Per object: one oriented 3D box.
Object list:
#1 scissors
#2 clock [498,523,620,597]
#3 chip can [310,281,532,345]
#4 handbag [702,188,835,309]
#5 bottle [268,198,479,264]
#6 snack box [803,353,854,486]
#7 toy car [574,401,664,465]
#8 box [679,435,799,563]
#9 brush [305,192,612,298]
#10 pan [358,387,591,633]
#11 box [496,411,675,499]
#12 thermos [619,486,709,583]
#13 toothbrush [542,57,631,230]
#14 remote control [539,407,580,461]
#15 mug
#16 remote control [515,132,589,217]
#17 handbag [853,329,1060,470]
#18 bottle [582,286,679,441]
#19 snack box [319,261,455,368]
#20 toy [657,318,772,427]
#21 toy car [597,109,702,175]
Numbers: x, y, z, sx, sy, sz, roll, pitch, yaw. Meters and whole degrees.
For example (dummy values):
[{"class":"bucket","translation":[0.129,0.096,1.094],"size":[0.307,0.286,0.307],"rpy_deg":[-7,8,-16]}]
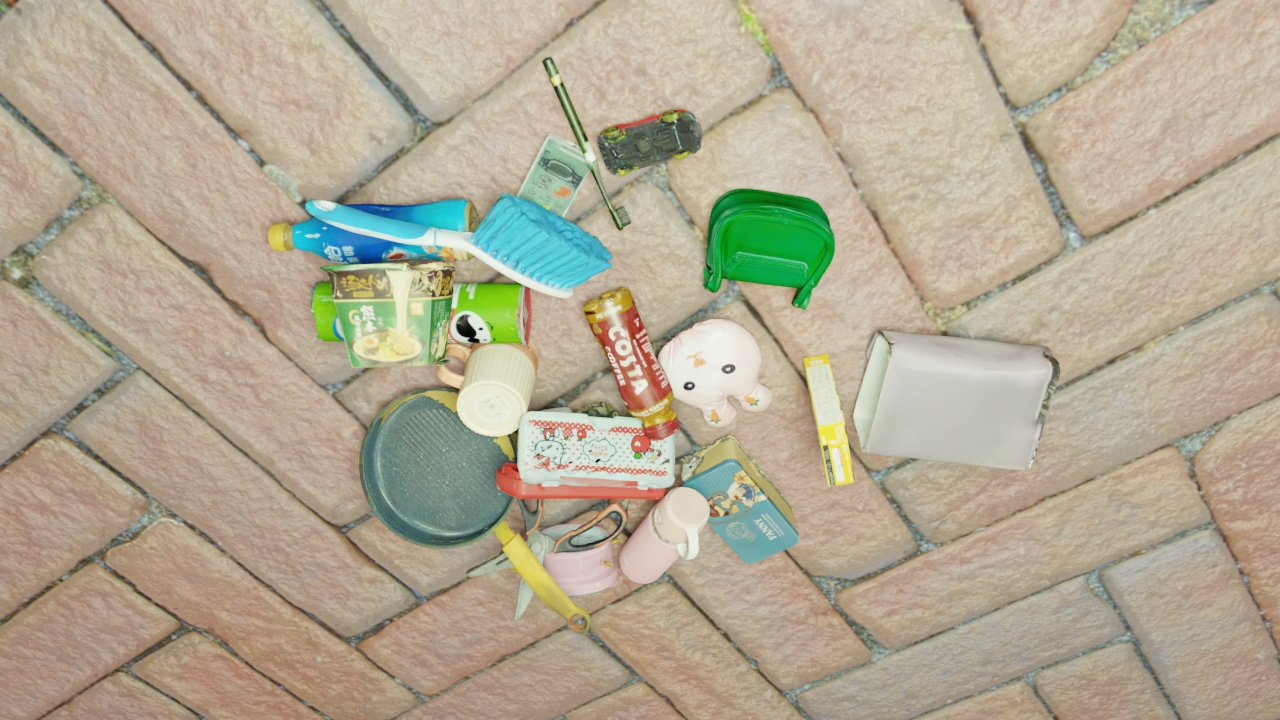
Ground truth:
[{"class":"scissors","translation":[-0.115,0.220,1.145],"size":[0.189,0.015,0.222],"rpy_deg":[10,91,2]},{"class":"clock","translation":[-0.108,0.259,1.207],"size":[0.158,0.117,0.060],"rpy_deg":[-2,103,3]},{"class":"chip can","translation":[-0.242,-0.054,1.026],"size":[0.236,0.072,0.072],"rpy_deg":[1,124,2]},{"class":"handbag","translation":[0.135,-0.116,0.976],"size":[0.131,0.067,0.120],"rpy_deg":[7,125,-3]},{"class":"bottle","translation":[-0.284,-0.136,0.976],"size":[0.219,0.065,0.065],"rpy_deg":[-1,124,3]},{"class":"snack box","translation":[0.215,0.066,1.052],"size":[0.034,0.140,0.087],"rpy_deg":[-12,122,8]},{"class":"toy car","translation":[-0.030,0.109,1.145],"size":[0.070,0.042,0.158],"rpy_deg":[-30,129,16]},{"class":"box","translation":[0.130,0.185,1.182],"size":[0.090,0.061,0.184],"rpy_deg":[-32,116,21]},{"class":"brush","translation":[-0.164,-0.125,0.911],"size":[0.110,0.060,0.314],"rpy_deg":[-40,142,23]},{"class":"pan","translation":[-0.186,0.187,1.102],"size":[0.357,0.078,0.198],"rpy_deg":[44,99,-1]},{"class":"box","translation":[-0.059,0.108,1.066],"size":[0.201,0.095,0.101],"rpy_deg":[6,91,-30]},{"class":"thermos","translation":[0.032,0.231,1.160],"size":[0.067,0.087,0.199],"rpy_deg":[-2,151,-21]},{"class":"toothbrush","translation":[-0.053,-0.218,0.929],"size":[0.017,0.012,0.186],"rpy_deg":[-29,111,-11]},{"class":"remote control","translation":[-0.098,0.117,1.167],"size":[0.056,0.020,0.136],"rpy_deg":[-10,123,9]},{"class":"mug","translation":[-0.178,0.020,1.052],"size":[0.114,0.105,0.082],"rpy_deg":[22,121,-13]},{"class":"remote control","translation":[-0.102,-0.172,0.974],"size":[0.056,0.019,0.135],"rpy_deg":[25,121,-15]},{"class":"handbag","translation":[0.358,0.040,1.056],"size":[0.197,0.098,0.145],"rpy_deg":[6,125,-1]},{"class":"bottle","translation":[-0.006,0.006,1.038],"size":[0.057,0.057,0.175],"rpy_deg":[-21,102,15]},{"class":"snack box","translation":[-0.252,-0.046,0.939],"size":[0.117,0.118,0.105],"rpy_deg":[-1,94,2]},{"class":"toy","translation":[0.093,0.019,1.080],"size":[0.121,0.054,0.159],"rpy_deg":[-26,127,18]},{"class":"toy car","translation":[0.011,-0.223,0.929],"size":[0.106,0.031,0.049],"rpy_deg":[-12,124,17]}]
